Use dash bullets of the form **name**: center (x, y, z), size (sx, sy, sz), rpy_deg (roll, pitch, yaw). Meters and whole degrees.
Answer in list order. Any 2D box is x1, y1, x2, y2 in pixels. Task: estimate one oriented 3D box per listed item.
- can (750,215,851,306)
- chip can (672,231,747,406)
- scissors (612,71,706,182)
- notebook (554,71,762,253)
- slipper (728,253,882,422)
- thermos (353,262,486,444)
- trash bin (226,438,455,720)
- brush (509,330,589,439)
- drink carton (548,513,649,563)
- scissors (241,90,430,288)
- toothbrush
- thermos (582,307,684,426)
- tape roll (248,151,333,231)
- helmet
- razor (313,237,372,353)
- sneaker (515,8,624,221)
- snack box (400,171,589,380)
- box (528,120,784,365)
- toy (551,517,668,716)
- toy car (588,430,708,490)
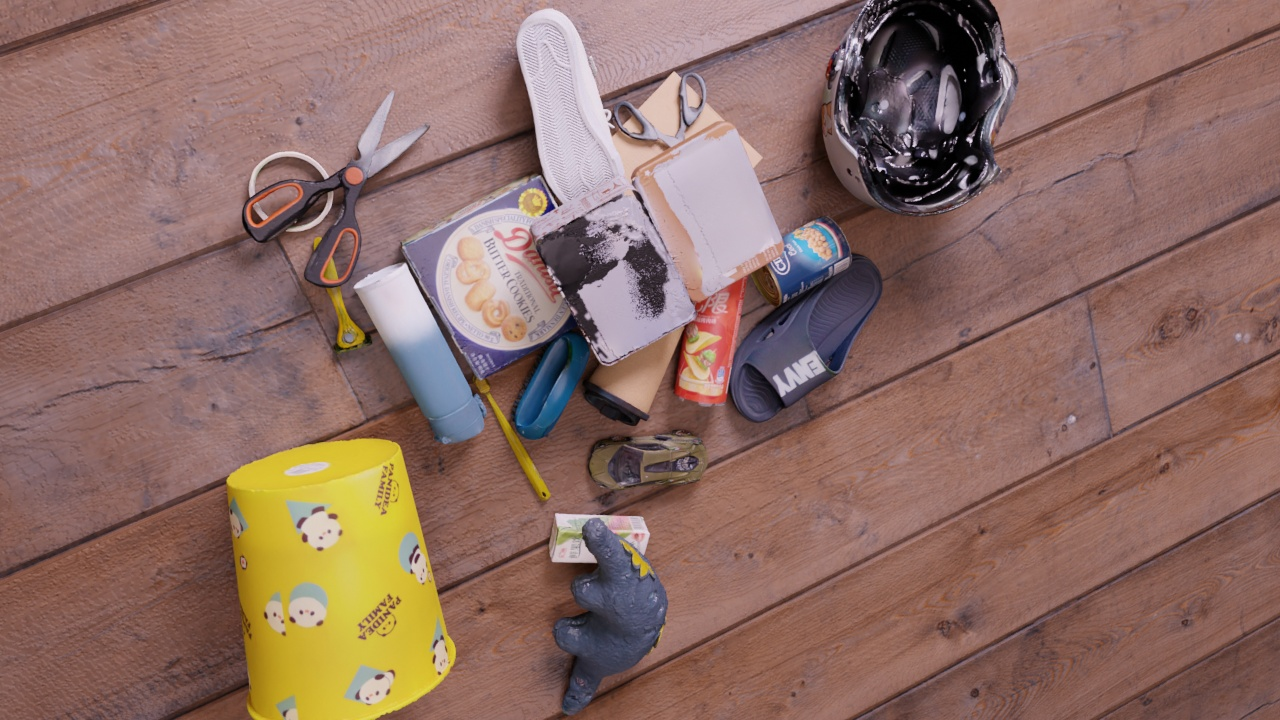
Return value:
- **can**: center (0.202, -0.127, 1.161), size (0.111, 0.075, 0.075), rpy_deg (-28, 110, -9)
- **chip can**: center (0.092, -0.054, 1.149), size (0.073, 0.073, 0.217), rpy_deg (4, 103, -18)
- **scissors**: center (0.041, -0.254, 1.085), size (0.159, 0.014, 0.181), rpy_deg (11, 92, -3)
- **notebook**: center (0.021, -0.217, 1.098), size (0.149, 0.012, 0.211), rpy_deg (43, 89, -5)
- **slipper**: center (0.222, -0.029, 1.190), size (0.268, 0.083, 0.110), rpy_deg (-47, 110, -3)
- **thermos**: center (-0.250, -0.004, 1.063), size (0.070, 0.070, 0.220), rpy_deg (-28, 111, -9)
- **trash bin**: center (-0.338, 0.234, 1.020), size (0.229, 0.230, 0.255), rpy_deg (-9, 101, -15)
- **brush**: center (-0.106, 0.032, 1.109), size (0.055, 0.073, 0.144), rpy_deg (26, 95, -26)
- **drink carton**: center (-0.055, 0.231, 1.191), size (0.122, 0.045, 0.054), rpy_deg (5, 115, -16)
- **scissors**: center (-0.320, -0.179, 1.003), size (0.224, 0.022, 0.204), rpy_deg (-19, 106, -15)
- **toothbrush**: center (-0.159, 0.097, 1.140), size (0.015, 0.016, 0.190), rpy_deg (-29, 110, -8)
- **thermos**: center (-0.007, 0.007, 1.130), size (0.093, 0.093, 0.143), rpy_deg (31, 85, -22)
- **tape roll**: center (-0.381, -0.184, 1.002), size (0.085, 0.014, 0.086), rpy_deg (-4, 105, -16)
- **helmet**: center (0.314, -0.307, 1.107), size (0.230, 0.157, 0.274), rpy_deg (-2, 94, -15)
- **razor**: center (-0.344, -0.075, 1.036), size (0.043, 0.028, 0.132), rpy_deg (-16, 106, -9)
- **sneaker**: center (-0.079, -0.275, 1.039), size (0.089, 0.090, 0.242), rpy_deg (-12, 120, 9)
- **snack box**: center (-0.157, -0.099, 1.075), size (0.182, 0.046, 0.178), rpy_deg (-30, 111, -7)
- **box**: center (0.026, -0.134, 1.035), size (0.260, 0.082, 0.177), rpy_deg (-29, 116, -2)
- **toy**: center (-0.036, 0.331, 1.177), size (0.137, 0.091, 0.357), rpy_deg (-2, 125, -21)
- **toy car**: center (0.011, 0.132, 1.190), size (0.158, 0.042, 0.070), rpy_deg (-4, 104, -13)
